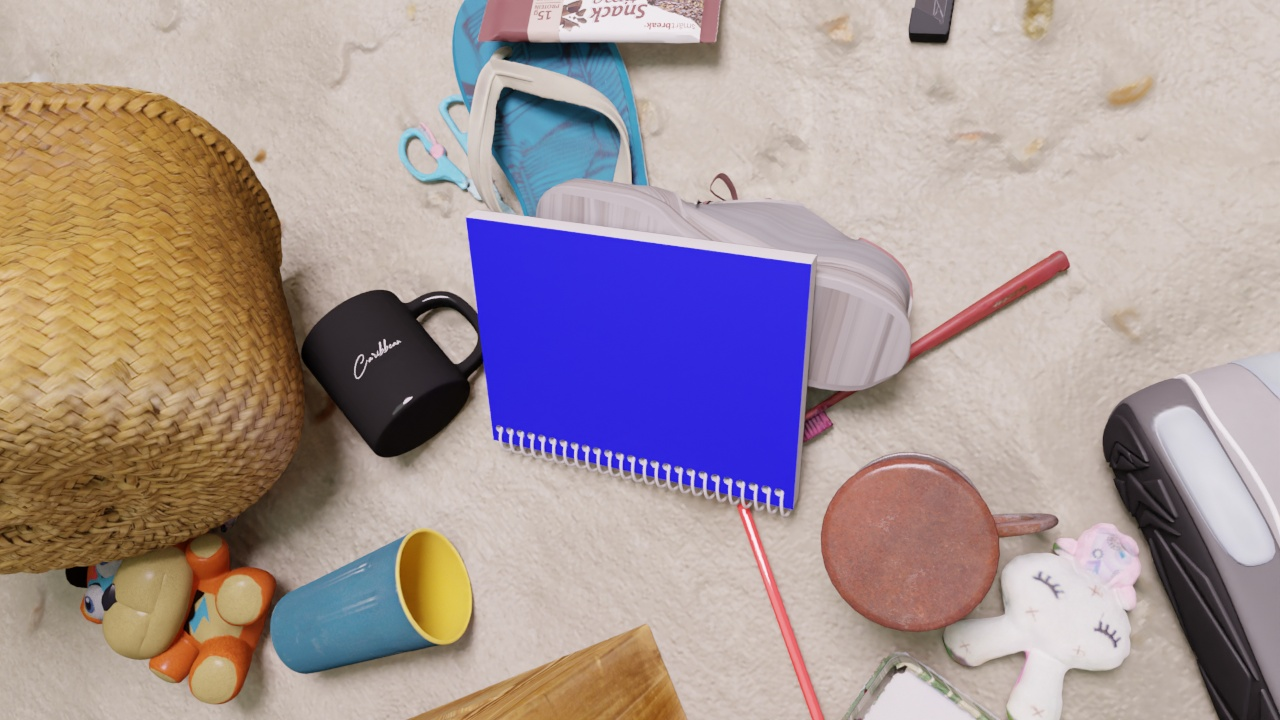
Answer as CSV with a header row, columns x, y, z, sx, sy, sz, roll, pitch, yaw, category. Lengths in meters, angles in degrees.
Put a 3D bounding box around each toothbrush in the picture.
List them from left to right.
x,y,z,sx,sy,sz,roll,pitch,yaw,category
0.103,0.188,0.564,0.018,0.012,0.212,-20,80,4,toothbrush
0.172,-0.006,0.555,0.190,0.016,0.016,-34,81,12,toothbrush

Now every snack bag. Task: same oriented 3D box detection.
x,y,z,sx,sy,sz,roll,pitch,yaw,category
-0.027,-0.231,0.604,0.158,0.013,0.057,4,67,10,snack bag

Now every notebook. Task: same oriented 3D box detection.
x,y,z,sx,sy,sz,roll,pitch,yaw,category
-0.003,0.003,0.559,0.209,0.022,0.172,11,122,20,notebook

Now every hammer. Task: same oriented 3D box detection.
x,y,z,sx,sy,sz,roll,pitch,yaw,category
0.046,-0.269,0.616,0.325,0.015,0.095,9,89,18,hammer

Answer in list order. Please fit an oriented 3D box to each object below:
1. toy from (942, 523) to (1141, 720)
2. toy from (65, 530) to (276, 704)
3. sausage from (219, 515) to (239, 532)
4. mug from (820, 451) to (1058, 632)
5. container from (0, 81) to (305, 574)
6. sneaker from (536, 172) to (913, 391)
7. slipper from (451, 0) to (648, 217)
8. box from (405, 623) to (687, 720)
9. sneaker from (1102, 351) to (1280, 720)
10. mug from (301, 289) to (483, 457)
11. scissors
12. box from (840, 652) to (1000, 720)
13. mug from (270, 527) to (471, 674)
x,y,z,sx,sy,sz,roll,pitch,yaw,category
0.232,0.144,0.514,0.079,0.038,0.123,40,95,23,toy
-0.342,0.170,0.670,0.176,0.096,0.112,19,93,29,toy
-0.293,0.059,0.695,0.020,0.020,0.155,22,93,18,sausage
0.164,0.094,0.504,0.123,0.110,0.096,-11,88,17,mug
-0.357,0.006,0.552,0.307,0.307,0.196,-23,69,14,container
0.055,-0.062,0.560,0.236,0.089,0.099,22,127,13,sneaker
-0.054,-0.137,0.612,0.118,0.060,0.294,-18,81,8,slipper
-0.042,0.338,0.462,0.286,0.279,0.336,-28,77,14,box
0.358,0.112,0.458,0.160,0.093,0.256,-23,80,6,sneaker
-0.160,-0.001,0.634,0.113,0.078,0.088,-38,74,-16,mug
-0.112,-0.136,0.660,0.141,0.015,0.076,42,96,10,scissors
0.195,0.267,0.502,0.205,0.051,0.117,34,89,16,box
-0.187,0.170,0.628,0.121,0.078,0.078,-23,79,20,mug
